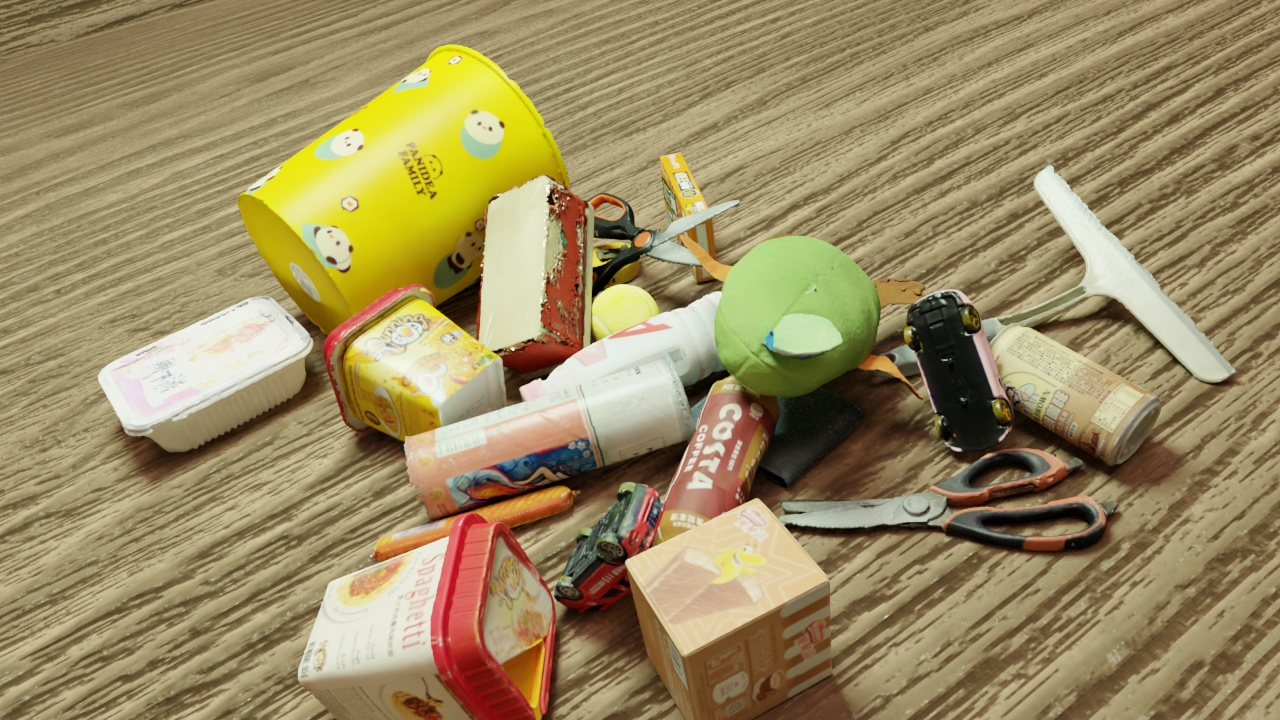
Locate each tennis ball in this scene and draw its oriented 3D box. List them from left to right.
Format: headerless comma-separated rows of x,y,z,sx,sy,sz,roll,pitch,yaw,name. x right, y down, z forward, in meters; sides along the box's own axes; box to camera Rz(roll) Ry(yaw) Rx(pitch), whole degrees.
-0.015,-0.036,0.836,0.065,0.065,0.065,-7,38,5,tennis ball

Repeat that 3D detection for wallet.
0.104,0.047,0.741,0.097,0.019,0.121,-35,42,-27,wallet

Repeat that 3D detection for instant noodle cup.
-0.400,0.018,0.865,0.173,0.060,0.138,-33,43,-24,instant noodle cup
-0.185,0.017,0.782,0.124,0.116,0.115,28,50,24,instant noodle cup
-0.129,0.173,0.567,0.124,0.117,0.116,-16,36,14,instant noodle cup

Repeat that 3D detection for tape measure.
-0.030,-0.103,0.956,0.057,0.029,0.060,-21,39,-14,tape measure

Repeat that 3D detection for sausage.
-0.124,0.123,0.692,0.165,0.021,0.021,-16,38,-6,sausage

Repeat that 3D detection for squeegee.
0.304,-0.030,0.774,0.246,0.039,0.246,-22,57,-3,squeegee

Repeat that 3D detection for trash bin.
-0.237,-0.154,0.926,0.230,0.230,0.254,26,56,38,trash bin

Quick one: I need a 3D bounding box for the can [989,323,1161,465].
0.312,0.023,0.675,0.058,0.059,0.116,-31,49,-25,can

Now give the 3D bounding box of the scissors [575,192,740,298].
-0.012,-0.106,0.896,0.224,0.021,0.221,-43,40,5,scissors

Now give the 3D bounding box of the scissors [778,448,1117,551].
0.211,0.096,0.653,0.206,0.015,0.194,25,51,37,scissors

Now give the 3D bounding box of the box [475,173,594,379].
-0.098,-0.079,0.826,0.091,0.079,0.168,-16,63,33,box

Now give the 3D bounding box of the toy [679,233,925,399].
0.127,-0.041,0.720,0.227,0.090,0.246,31,32,14,toy

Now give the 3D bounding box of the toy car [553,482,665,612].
-0.017,0.124,0.595,0.045,0.121,0.052,28,48,-6,toy car

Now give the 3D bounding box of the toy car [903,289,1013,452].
0.237,0.008,0.683,0.056,0.122,0.037,-22,-8,41,toy car

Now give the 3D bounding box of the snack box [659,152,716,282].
0.050,-0.152,0.960,0.026,0.075,0.153,-12,37,-3,snack box

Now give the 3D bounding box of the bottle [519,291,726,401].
-0.005,0.005,0.780,0.196,0.068,0.068,-22,39,-10,bottle

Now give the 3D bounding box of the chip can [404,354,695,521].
-0.070,0.060,0.713,0.214,0.071,0.071,-17,38,-4,chip can

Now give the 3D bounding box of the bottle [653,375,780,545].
0.051,0.091,0.653,0.057,0.057,0.174,8,49,23,bottle

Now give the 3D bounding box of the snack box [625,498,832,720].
0.054,0.155,0.550,0.094,0.093,0.077,-23,39,-15,snack box
